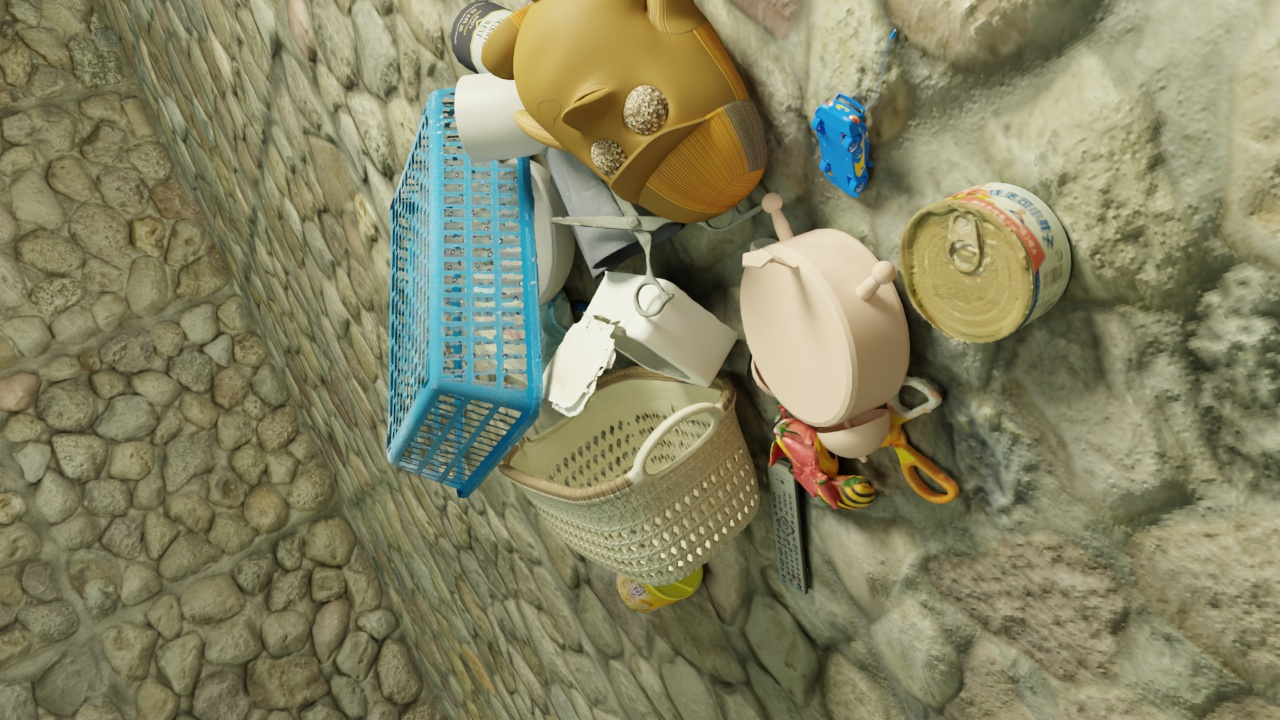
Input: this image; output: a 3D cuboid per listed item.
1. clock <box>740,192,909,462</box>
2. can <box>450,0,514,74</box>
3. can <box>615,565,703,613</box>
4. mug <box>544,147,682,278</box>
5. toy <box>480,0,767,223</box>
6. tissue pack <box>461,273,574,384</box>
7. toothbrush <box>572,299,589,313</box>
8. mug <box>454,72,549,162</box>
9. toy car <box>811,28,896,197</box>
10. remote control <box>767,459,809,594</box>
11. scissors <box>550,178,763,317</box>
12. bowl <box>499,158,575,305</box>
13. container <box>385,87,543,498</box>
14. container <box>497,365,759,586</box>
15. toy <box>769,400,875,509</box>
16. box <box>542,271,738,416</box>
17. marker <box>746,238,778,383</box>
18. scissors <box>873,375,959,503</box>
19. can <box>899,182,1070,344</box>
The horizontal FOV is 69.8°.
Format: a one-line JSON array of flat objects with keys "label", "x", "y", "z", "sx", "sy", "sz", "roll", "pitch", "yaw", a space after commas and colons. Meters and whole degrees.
[{"label": "clock", "x": 0.115, "y": -0.017, "z": 0.632, "sx": 0.131, "sy": 0.086, "sz": 0.161, "roll": 46, "pitch": 156, "yaw": 47}, {"label": "can", "x": -0.116, "y": -0.278, "z": 0.827, "sx": 0.127, "sy": 0.064, "sz": 0.064, "roll": 37, "pitch": 141, "yaw": 39}, {"label": "can", "x": 0.019, "y": 0.236, "z": 1.006, "sx": 0.067, "sy": 0.067, "sz": 0.105, "roll": 59, "pitch": 151, "yaw": 10}, {"label": "mug", "x": -0.032, "y": -0.136, "z": 0.787, "sx": 0.104, "sy": 0.083, "sz": 0.124, "roll": 65, "pitch": 153, "yaw": 1}, {"label": "toy", "x": -0.003, "y": -0.182, "z": 0.641, "sx": 0.203, "sy": 0.162, "sz": 0.199, "roll": 49, "pitch": 135, "yaw": 5}, {"label": "tissue pack", "x": -0.130, "y": -0.037, "z": 1.034, "sx": 0.182, "sy": 0.069, "sz": 0.112, "roll": 22, "pitch": 131, "yaw": 47}, {"label": "toothbrush", "x": -0.020, "y": -0.037, "z": 0.913, "sx": 0.168, "sy": 0.014, "sz": 0.014, "roll": 24, "pitch": 143, "yaw": 48}, {"label": "mug", "x": -0.096, "y": -0.206, "z": 0.784, "sx": 0.107, "sy": 0.089, "sz": 0.071, "roll": -7, "pitch": -86, "yaw": -78}, {"label": "toy car", "x": 0.140, "y": -0.151, "z": 0.570, "sx": 0.033, "sy": 0.062, "sz": 0.092, "roll": 44, "pitch": 175, "yaw": 30}, {"label": "remote control", "x": 0.131, "y": 0.148, "z": 0.812, "sx": 0.033, "sy": 0.013, "sz": 0.137, "roll": 26, "pitch": 133, "yaw": 48}, {"label": "scissors", "x": 0.012, "y": -0.107, "z": 0.707, "sx": 0.174, "sy": 0.014, "sz": 0.141, "roll": -13, "pitch": 86, "yaw": 18}, {"label": "bowl", "x": -0.101, "y": -0.131, "z": 0.929, "sx": 0.149, "sy": 0.043, "sz": 0.150, "roll": 30, "pitch": 125, "yaw": 54}, {"label": "container", "x": -0.184, "y": -0.073, "z": 0.894, "sx": 0.258, "sy": 0.089, "sz": 0.361, "roll": 134, "pitch": 135, "yaw": -54}, {"label": "container", "x": -0.008, "y": 0.098, "z": 0.841, "sx": 0.247, "sy": 0.184, "sz": 0.143, "roll": 8, "pitch": 129, "yaw": 59}, {"label": "toy", "x": 0.137, "y": 0.080, "z": 0.718, "sx": 0.103, "sy": 0.046, "sz": 0.084, "roll": 44, "pitch": 158, "yaw": 17}, {"label": "box", "x": -0.014, "y": 0.001, "z": 0.764, "sx": 0.126, "sy": 0.136, "sz": 0.109, "roll": 33, "pitch": 169, "yaw": -33}, {"label": "marker", "x": 0.096, "y": -0.035, "z": 0.716, "sx": 0.025, "sy": 0.025, "sz": 0.126, "roll": 35, "pitch": 140, "yaw": 41}, {"label": "scissors", "x": 0.181, "y": 0.047, "z": 0.656, "sx": 0.125, "sy": 0.011, "sz": 0.128, "roll": 44, "pitch": 147, "yaw": 35}, {"label": "can", "x": 0.195, "y": -0.056, "z": 0.523, "sx": 0.086, "sy": 0.043, "sz": 0.086, "roll": 38, "pitch": 141, "yaw": 38}]
